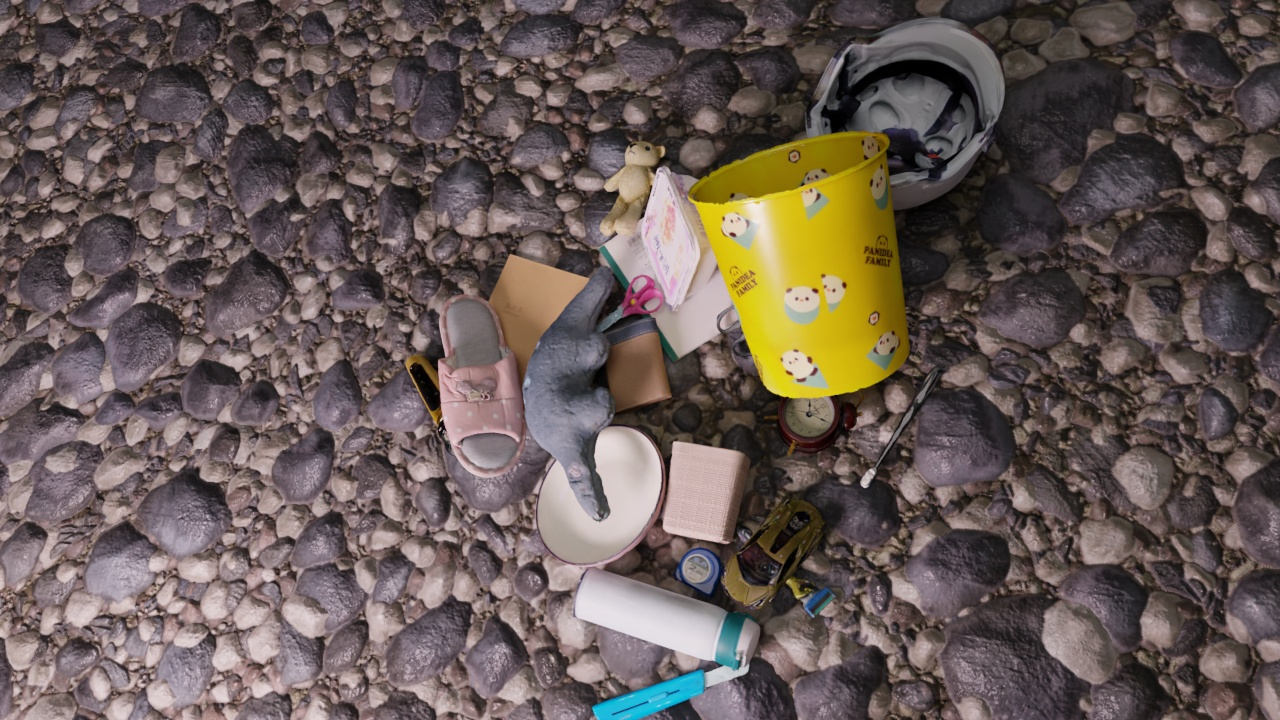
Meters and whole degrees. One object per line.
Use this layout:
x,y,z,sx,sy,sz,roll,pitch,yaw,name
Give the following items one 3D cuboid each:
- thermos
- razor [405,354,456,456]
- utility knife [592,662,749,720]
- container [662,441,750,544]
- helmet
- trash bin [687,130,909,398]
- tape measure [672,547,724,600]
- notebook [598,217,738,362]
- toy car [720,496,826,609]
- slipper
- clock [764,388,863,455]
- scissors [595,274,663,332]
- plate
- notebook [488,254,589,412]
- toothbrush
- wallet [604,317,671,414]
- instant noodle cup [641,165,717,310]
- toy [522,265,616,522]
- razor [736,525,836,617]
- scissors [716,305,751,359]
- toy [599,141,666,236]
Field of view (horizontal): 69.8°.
0.033,0.313,1.120,0.224,0.073,0.073,13,77,16,thermos
-0.279,0.056,1.274,0.062,0.067,0.167,-45,62,13,razor
0.040,0.402,1.116,0.203,0.018,0.034,-22,69,5,utility knife
0.080,0.166,1.140,0.090,0.090,0.110,8,79,15,container
0.337,-0.299,1.184,0.229,0.146,0.258,33,76,19,helmet
0.199,-0.109,1.077,0.230,0.229,0.255,-15,112,9,trash bin
0.076,0.262,1.145,0.058,0.025,0.054,26,79,15,tape measure
0.053,-0.119,1.270,0.150,0.012,0.209,-33,69,2,notebook
0.161,0.231,1.104,0.070,0.042,0.157,34,60,21,toy car
-0.215,0.025,1.234,0.114,0.055,0.274,-1,62,-23,slipper
0.222,0.065,1.151,0.122,0.055,0.082,-32,69,1,clock
-0.032,-0.067,1.267,0.135,0.017,0.064,-32,69,14,scissors
-0.046,0.175,1.169,0.193,0.039,0.192,-19,52,25,plate
-0.164,-0.037,1.300,0.149,0.012,0.211,19,79,20,notebook
0.326,0.081,1.143,0.016,0.018,0.181,32,82,23,toothbrush
-0.007,0.007,1.231,0.090,0.033,0.115,-20,70,23,wallet
0.058,-0.159,1.196,0.060,0.174,0.138,-15,69,-14,instant noodle cup
-0.089,0.042,1.196,0.138,0.091,0.355,-14,61,21,toy
0.171,0.255,1.125,0.042,0.022,0.143,-35,63,-29,razor
0.179,-0.077,1.215,0.142,0.014,0.173,23,90,5,scissors
-0.014,-0.242,1.294,0.105,0.066,0.157,6,67,33,toy
